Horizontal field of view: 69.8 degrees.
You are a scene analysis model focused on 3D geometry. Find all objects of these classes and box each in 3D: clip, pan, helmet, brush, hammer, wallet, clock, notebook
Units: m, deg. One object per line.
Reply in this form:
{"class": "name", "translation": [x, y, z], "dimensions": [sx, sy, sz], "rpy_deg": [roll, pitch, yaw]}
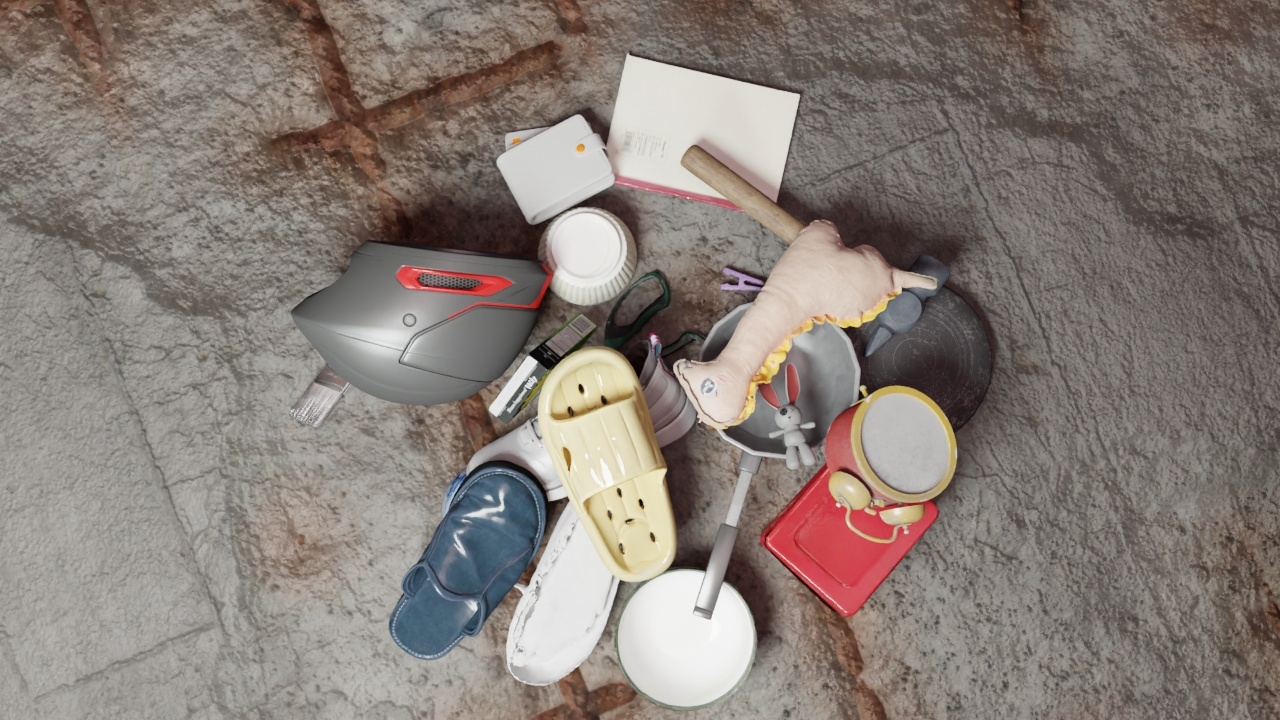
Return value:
{"class": "clip", "translation": [0.116, -0.096, 1.063], "dimensions": [0.052, 0.014, 0.042], "rpy_deg": [-13, 86, 1]}
{"class": "pan", "translation": [0.121, 0.104, 0.998], "dimensions": [0.179, 0.041, 0.357], "rpy_deg": [18, 80, 8]}
{"class": "helmet", "translation": [-0.232, -0.037, 0.976], "dimensions": [0.264, 0.164, 0.170], "rpy_deg": [6, 98, -11]}
{"class": "brush", "translation": [-0.342, 0.011, 1.047], "dimensions": [0.039, 0.012, 0.151], "rpy_deg": [35, 86, 0]}
{"class": "hammer", "translation": [0.178, -0.140, 1.032], "dimensions": [0.322, 0.040, 0.129], "rpy_deg": [37, 88, 6]}
{"class": "wallet", "translation": [-0.100, -0.230, 1.048], "dimensions": [0.118, 0.037, 0.115], "rpy_deg": [-28, 74, -1]}
{"class": "clock", "translation": [0.245, 0.108, 0.937], "dimensions": [0.117, 0.081, 0.158], "rpy_deg": [22, 68, -11]}
{"class": "notebook", "translation": [0.069, -0.260, 1.069], "dimensions": [0.209, 0.012, 0.153], "rpy_deg": [13, 88, 0]}
{"class": "pan", "translation": [0.235, 0.023, 1.050], "dimensions": [0.357, 0.040, 0.207], "rpy_deg": [-18, 88, -3]}

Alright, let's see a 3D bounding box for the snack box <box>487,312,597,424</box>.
{"class": "snack box", "translation": [-0.101, 0.005, 0.975], "dimensions": [0.025, 0.147, 0.080], "rpy_deg": [40, 116, 1]}

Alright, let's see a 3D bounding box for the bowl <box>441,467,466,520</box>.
{"class": "bowl", "translation": [-0.170, 0.170, 1.028], "dimensions": [0.114, 0.045, 0.114], "rpy_deg": [0, 88, -1]}

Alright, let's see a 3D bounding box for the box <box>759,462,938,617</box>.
{"class": "box", "translation": [0.227, 0.185, 1.007], "dimensions": [0.134, 0.112, 0.157], "rpy_deg": [41, 87, 5]}

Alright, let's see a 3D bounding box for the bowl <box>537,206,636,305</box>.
{"class": "bowl", "translation": [-0.061, -0.123, 1.034], "dimensions": [0.115, 0.062, 0.115], "rpy_deg": [0, 87, -2]}

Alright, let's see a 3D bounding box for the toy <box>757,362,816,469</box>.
{"class": "toy", "translation": [0.156, 0.060, 0.966], "dimensions": [0.049, 0.030, 0.111], "rpy_deg": [-15, 67, 5]}

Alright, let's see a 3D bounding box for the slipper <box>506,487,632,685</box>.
{"class": "slipper", "translation": [-0.080, 0.243, 1.012], "dimensions": [0.112, 0.074, 0.247], "rpy_deg": [23, 95, -1]}

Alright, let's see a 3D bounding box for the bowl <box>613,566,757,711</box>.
{"class": "bowl", "translation": [0.048, 0.300, 1.015], "dimensions": [0.153, 0.073, 0.153], "rpy_deg": [0, 87, -1]}

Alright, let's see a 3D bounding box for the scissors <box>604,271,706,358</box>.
{"class": "scissors", "translation": [-0.006, 0.012, 1.055], "dimensions": [0.142, 0.015, 0.209], "rpy_deg": [40, 87, -1]}

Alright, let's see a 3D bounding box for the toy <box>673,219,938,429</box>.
{"class": "toy", "translation": [0.167, -0.028, 0.958], "dimensions": [0.196, 0.065, 0.264], "rpy_deg": [28, 74, 20]}

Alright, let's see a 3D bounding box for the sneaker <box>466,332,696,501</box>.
{"class": "sneaker", "translation": [-0.072, 0.062, 0.985], "dimensions": [0.263, 0.096, 0.129], "rpy_deg": [-23, 131, -3]}

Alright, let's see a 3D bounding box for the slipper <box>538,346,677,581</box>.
{"class": "slipper", "translation": [-0.026, 0.118, 0.924], "dimensions": [0.111, 0.079, 0.261], "rpy_deg": [-18, 107, -4]}

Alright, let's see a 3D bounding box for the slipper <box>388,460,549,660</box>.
{"class": "slipper", "translation": [-0.187, 0.229, 0.967], "dimensions": [0.109, 0.083, 0.266], "rpy_deg": [32, 106, -7]}
